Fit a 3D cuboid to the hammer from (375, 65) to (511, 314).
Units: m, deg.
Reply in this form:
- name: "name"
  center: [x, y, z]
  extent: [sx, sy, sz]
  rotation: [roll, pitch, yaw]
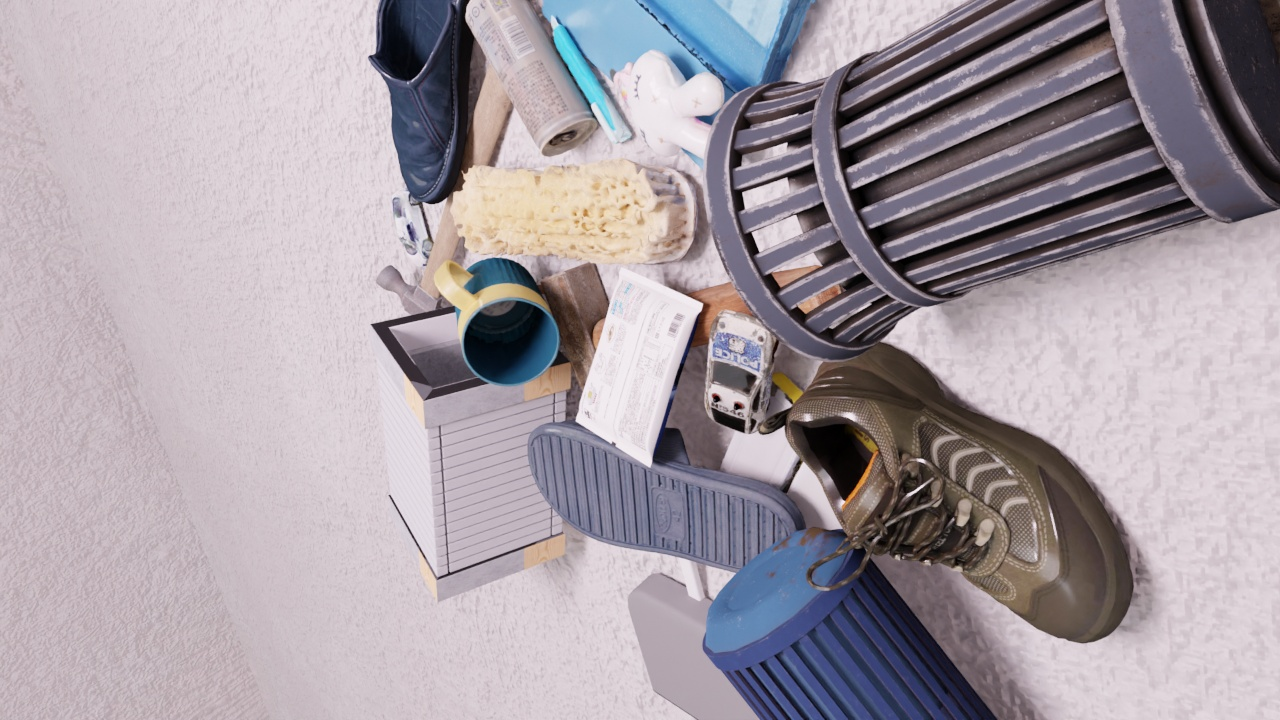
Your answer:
- name: "hammer"
  center: [-0.183, -0.153, 0.922]
  extent: [0.119, 0.030, 0.332]
  rotation: [39, 132, 7]

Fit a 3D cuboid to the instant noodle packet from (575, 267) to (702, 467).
- name: "instant noodle packet"
  center: [-0.004, 0.004, 0.717]
  extent: [0.087, 0.026, 0.134]
  rotation: [28, 108, 37]

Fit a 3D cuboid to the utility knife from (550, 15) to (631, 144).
- name: "utility knife"
  center: [-0.043, -0.223, 0.727]
  extent: [0.116, 0.015, 0.022]
  rotation: [60, 153, -1]

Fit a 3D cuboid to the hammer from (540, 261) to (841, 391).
- name: "hammer"
  center: [0.038, -0.023, 0.732]
  extent: [0.302, 0.037, 0.158]
  rotation: [-11, 101, 52]

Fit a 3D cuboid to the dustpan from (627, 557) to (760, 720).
- name: "dustpan"
  center: [0.052, 0.257, 0.877]
  extent: [0.163, 0.033, 0.258]
  rotation: [18, 133, 43]

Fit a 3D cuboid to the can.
- name: "can"
  center: [-0.090, -0.238, 0.749]
  extent: [0.054, 0.054, 0.135]
  rotation: [-36, 82, 52]

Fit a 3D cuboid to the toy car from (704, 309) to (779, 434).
- name: "toy car"
  center: [0.069, 0.012, 0.658]
  extent: [0.048, 0.040, 0.113]
  rotation: [20, 139, 20]

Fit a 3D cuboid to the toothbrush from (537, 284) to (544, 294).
- name: "toothbrush"
  center: [-0.133, -0.070, 0.902]
  extent: [0.167, 0.016, 0.016]
  rotation: [8, 122, 35]

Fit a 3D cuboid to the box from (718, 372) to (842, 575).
- name: "box"
  center: [0.114, 0.116, 0.734]
  extent: [0.129, 0.034, 0.210]
  rotation: [40, 136, 24]

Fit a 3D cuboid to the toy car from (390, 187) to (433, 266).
- name: "toy car"
  center: [-0.254, -0.145, 1.013]
  extent: [0.039, 0.027, 0.090]
  rotation: [3, 112, 47]

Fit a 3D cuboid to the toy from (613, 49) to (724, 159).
- name: "toy"
  center: [0.017, -0.177, 0.640]
  extent: [0.125, 0.037, 0.076]
  rotation: [34, 151, 40]

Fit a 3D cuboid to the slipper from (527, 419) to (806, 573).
- name: "slipper"
  center: [0.024, 0.107, 0.768]
  extent: [0.264, 0.082, 0.101]
  rotation: [13, 114, 31]

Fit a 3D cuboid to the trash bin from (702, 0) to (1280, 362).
- name: "trash bin"
  center: [0.168, -0.104, 0.442]
  extent: [0.228, 0.163, 0.164]
  rotation: [-19, 95, 48]

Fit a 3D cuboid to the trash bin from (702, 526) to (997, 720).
- name: "trash bin"
  center: [0.160, 0.241, 0.616]
  extent: [0.249, 0.138, 0.140]
  rotation: [52, 142, -1]

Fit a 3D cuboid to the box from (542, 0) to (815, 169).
- name: "box"
  center: [0.009, -0.253, 0.644]
  extent: [0.231, 0.033, 0.175]
  rotation: [49, 147, 19]

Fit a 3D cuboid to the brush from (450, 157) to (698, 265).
- name: "brush"
  center: [-0.063, -0.125, 0.772]
  extent: [0.272, 0.056, 0.083]
  rotation: [12, 105, 45]

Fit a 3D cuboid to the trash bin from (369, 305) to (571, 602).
- name: "trash bin"
  center: [-0.170, 0.087, 0.927]
  extent: [0.142, 0.142, 0.247]
  rotation: [43, 139, 44]

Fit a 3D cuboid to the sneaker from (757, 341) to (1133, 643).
- name: "sneaker"
  center: [0.172, 0.088, 0.552]
  extent: [0.238, 0.142, 0.101]
  rotation: [43, 137, 25]

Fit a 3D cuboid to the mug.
- name: "mug"
  center: [-0.131, -0.047, 0.803]
  extent: [0.113, 0.083, 0.107]
  rotation: [39, -168, -29]

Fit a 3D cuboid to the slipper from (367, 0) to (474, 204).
- name: "slipper"
  center: [-0.208, -0.269, 0.824]
  extent: [0.109, 0.083, 0.266]
  rotation: [42, 130, 35]
